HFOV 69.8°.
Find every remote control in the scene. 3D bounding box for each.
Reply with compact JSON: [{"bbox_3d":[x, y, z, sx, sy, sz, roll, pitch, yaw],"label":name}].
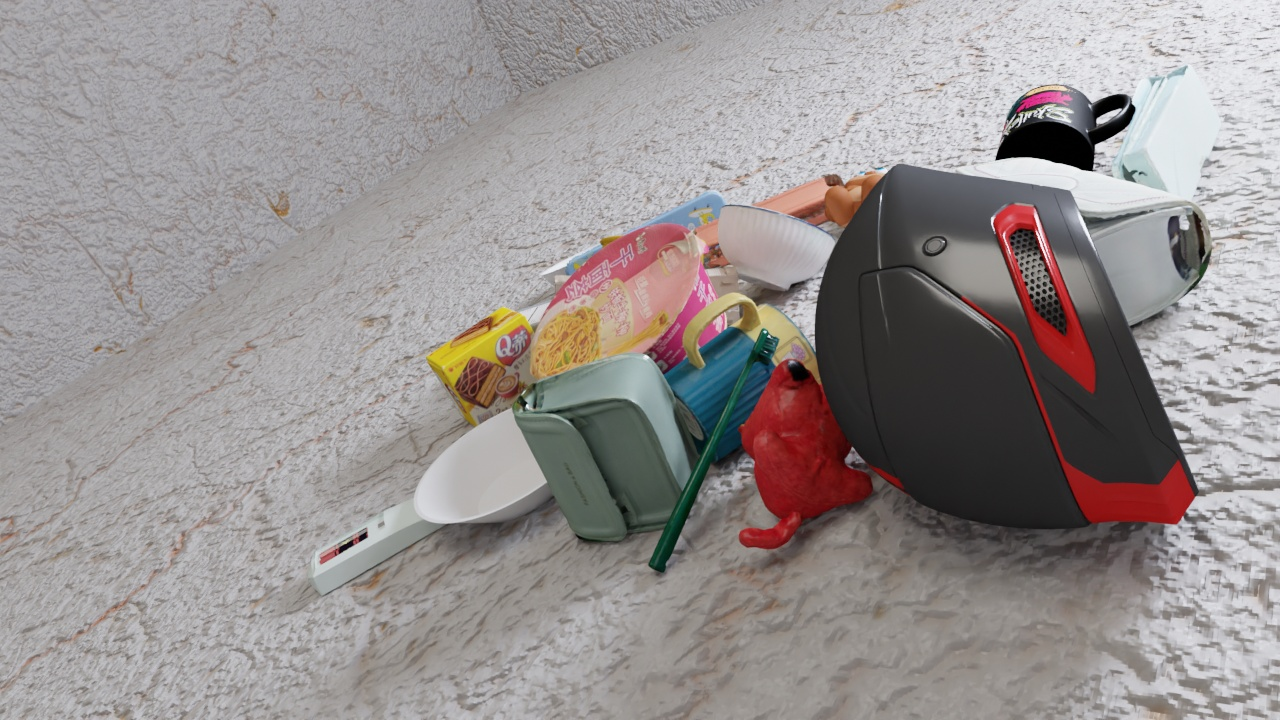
[{"bbox_3d":[-0.230,0.154,0.817,0.143,0.024,0.049,-30,24,-8],"label":"remote control"}]

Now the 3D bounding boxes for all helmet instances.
[{"bbox_3d":[0.190,-0.009,0.539,0.170,0.164,0.264,-23,49,27],"label":"helmet"}]

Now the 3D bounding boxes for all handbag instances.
[{"bbox_3d":[-0.023,0.068,0.667,0.106,0.122,0.067,-15,28,18],"label":"handbag"},{"bbox_3d":[-0.004,-0.063,0.967,0.175,0.062,0.198,-4,6,-7],"label":"handbag"},{"bbox_3d":[0.304,-0.094,0.696,0.142,0.096,0.198,-25,22,0],"label":"handbag"}]

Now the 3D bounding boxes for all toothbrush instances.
[{"bbox_3d":[0.054,0.061,0.643,0.189,0.017,0.016,-63,-4,-15],"label":"toothbrush"}]

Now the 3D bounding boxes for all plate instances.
[{"bbox_3d":[-0.111,0.096,0.800,0.174,0.036,0.173,-22,24,10],"label":"plate"}]

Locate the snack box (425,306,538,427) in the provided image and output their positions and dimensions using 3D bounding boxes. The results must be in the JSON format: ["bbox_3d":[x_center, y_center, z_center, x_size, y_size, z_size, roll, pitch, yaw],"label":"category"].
[{"bbox_3d":[-0.156,0.007,0.972,0.105,0.083,0.061,-35,25,-18],"label":"snack box"}]

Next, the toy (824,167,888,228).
[{"bbox_3d":[0.245,-0.178,0.972,0.095,0.065,0.127,-3,27,31],"label":"toy"}]

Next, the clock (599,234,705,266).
[{"bbox_3d":[0.014,-0.109,1.004,0.113,0.052,0.152,1,0,5],"label":"clock"}]

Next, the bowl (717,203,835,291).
[{"bbox_3d":[0.128,-0.107,0.915,0.118,0.118,0.062,17,89,58],"label":"bowl"}]

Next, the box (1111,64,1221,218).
[{"bbox_3d":[0.435,-0.181,0.761,0.066,0.083,0.198,6,39,37],"label":"box"}]

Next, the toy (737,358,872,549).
[{"bbox_3d":[0.100,0.076,0.619,0.094,0.088,0.132,-48,17,58],"label":"toy"}]

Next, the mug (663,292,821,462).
[{"bbox_3d":[0.070,0.006,0.706,0.107,0.114,0.083,-33,34,-11],"label":"mug"}]

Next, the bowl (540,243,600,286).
[{"bbox_3d":[-0.070,-0.116,1.183,0.110,0.040,0.110,-25,12,5],"label":"bowl"}]

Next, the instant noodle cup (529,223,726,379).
[{"bbox_3d":[-0.002,-0.026,0.791,0.179,0.077,0.178,-28,38,24],"label":"instant noodle cup"}]

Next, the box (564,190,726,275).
[{"bbox_3d":[0.010,-0.134,1.114,0.209,0.078,0.074,-26,19,-1],"label":"box"}]

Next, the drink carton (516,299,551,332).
[{"bbox_3d":[-0.115,-0.032,1.051,0.125,0.048,0.076,-16,26,23],"label":"drink carton"}]

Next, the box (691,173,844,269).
[{"bbox_3d":[0.154,-0.151,1.055,0.188,0.062,0.058,-20,50,8],"label":"box"}]

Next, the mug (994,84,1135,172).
[{"bbox_3d":[0.392,-0.207,0.844,0.118,0.082,0.098,-22,21,38],"label":"mug"}]
